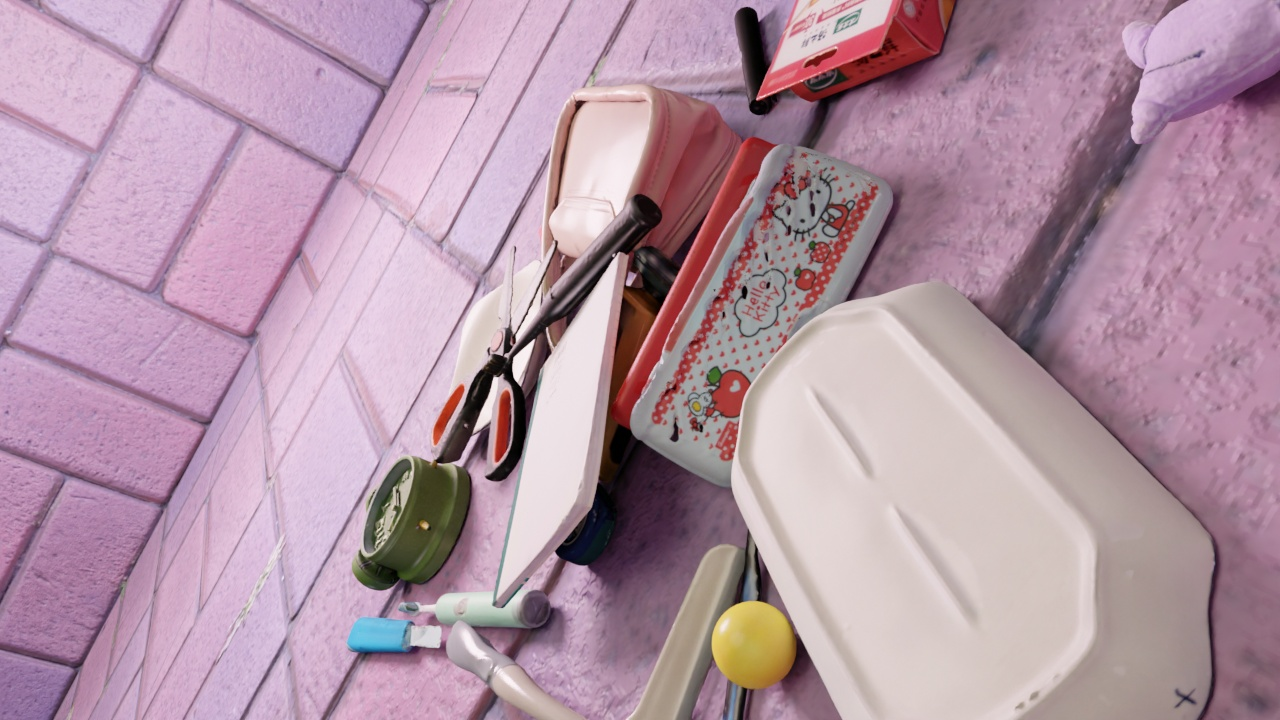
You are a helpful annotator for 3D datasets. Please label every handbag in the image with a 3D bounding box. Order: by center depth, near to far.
[{"bbox_3d":[-0.026,-0.104,0.755,0.193,0.093,0.234,25,96,61],"label":"handbag"}]

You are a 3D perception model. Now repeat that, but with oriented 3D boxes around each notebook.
[{"bbox_3d":[-0.054,0.044,0.620,0.151,0.012,0.208,-52,23,45],"label":"notebook"}]

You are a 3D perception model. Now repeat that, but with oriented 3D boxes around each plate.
[{"bbox_3d":[0.112,0.061,0.396,0.162,0.034,0.265,-48,35,19],"label":"plate"},{"bbox_3d":[-0.130,-0.001,0.864,0.164,0.034,0.164,-26,47,48],"label":"plate"}]

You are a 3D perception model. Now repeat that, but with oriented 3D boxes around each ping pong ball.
[{"bbox_3d":[0.054,0.136,0.438,0.040,0.040,0.040,-40,36,36],"label":"ping pong ball"}]

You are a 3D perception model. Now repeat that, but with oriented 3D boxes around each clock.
[{"bbox_3d":[-0.223,0.153,0.867,0.162,0.056,0.116,-39,35,37],"label":"clock"}]

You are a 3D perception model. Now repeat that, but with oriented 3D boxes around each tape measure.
[{"bbox_3d":[-0.037,0.112,0.627,0.054,0.025,0.058,-60,24,8],"label":"tape measure"}]

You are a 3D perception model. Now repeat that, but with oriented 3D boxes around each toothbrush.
[{"bbox_3d":[0.055,0.137,0.469,0.014,0.016,0.189,-14,57,43],"label":"toothbrush"},{"bbox_3d":[-0.059,-0.047,0.690,0.213,0.027,0.026,-42,47,36],"label":"toothbrush"},{"bbox_3d":[-0.137,0.194,0.718,0.225,0.027,0.026,-20,54,52],"label":"toothbrush"}]

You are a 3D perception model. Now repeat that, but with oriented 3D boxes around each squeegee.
[{"bbox_3d":[-0.070,0.199,0.558,0.247,0.039,0.246,8,73,53],"label":"squeegee"}]

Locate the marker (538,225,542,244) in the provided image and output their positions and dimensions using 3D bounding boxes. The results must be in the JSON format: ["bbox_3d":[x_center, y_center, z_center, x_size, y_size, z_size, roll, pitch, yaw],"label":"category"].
[{"bbox_3d":[-0.086,-0.091,0.893,0.017,0.017,0.145,-48,31,24],"label":"marker"}]

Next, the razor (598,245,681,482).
[{"bbox_3d":[-0.004,0.004,0.647,0.068,0.062,0.167,17,85,30],"label":"razor"}]

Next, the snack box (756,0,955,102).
[{"bbox_3d":[0.146,-0.224,0.595,0.113,0.044,0.127,-2,63,58],"label":"snack box"}]

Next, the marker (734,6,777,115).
[{"bbox_3d":[0.090,-0.240,0.728,0.022,0.020,0.131,-25,43,25],"label":"marker"}]

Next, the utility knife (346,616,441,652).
[{"bbox_3d":[-0.220,0.246,0.818,0.210,0.018,0.034,-21,48,53],"label":"utility knife"}]

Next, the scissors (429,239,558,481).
[{"bbox_3d":[-0.120,0.008,0.783,0.221,0.021,0.230,-49,38,26],"label":"scissors"}]

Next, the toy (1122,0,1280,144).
[{"bbox_3d":[0.245,-0.138,0.362,0.108,0.039,0.083,-34,30,44],"label":"toy"}]

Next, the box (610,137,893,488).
[{"bbox_3d":[0.066,-0.030,0.567,0.201,0.099,0.112,-63,-6,1],"label":"box"}]
